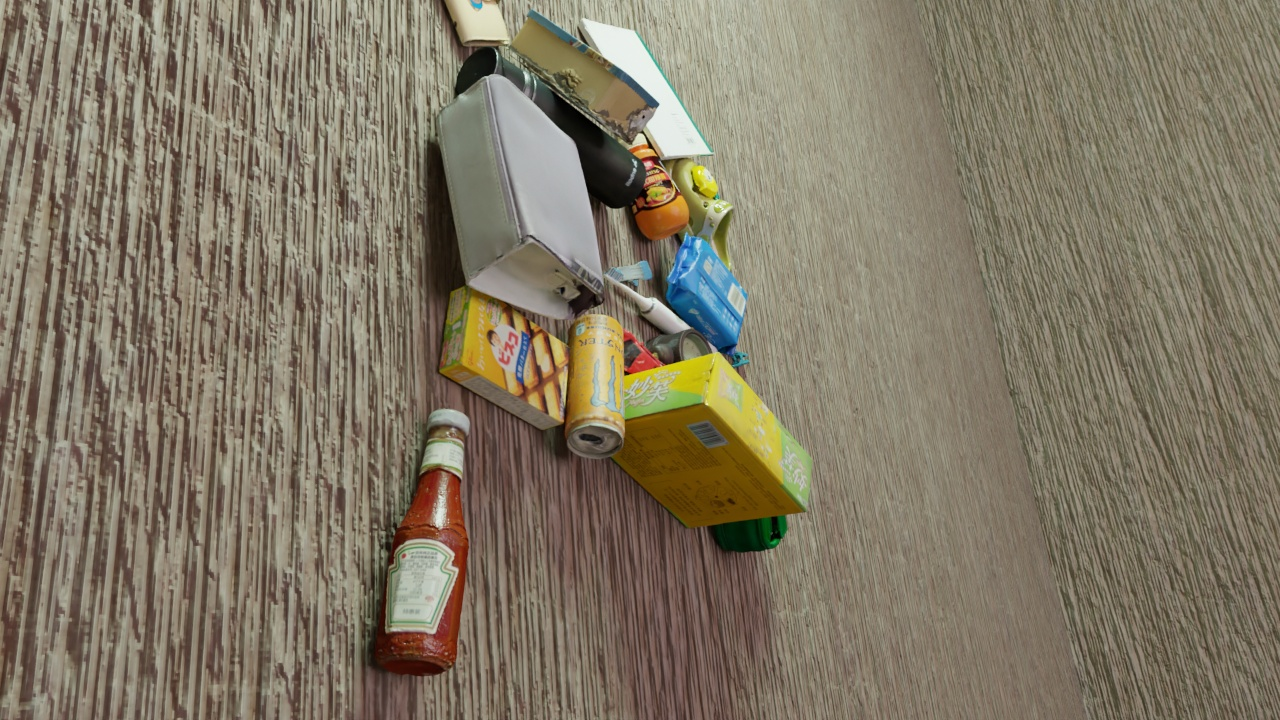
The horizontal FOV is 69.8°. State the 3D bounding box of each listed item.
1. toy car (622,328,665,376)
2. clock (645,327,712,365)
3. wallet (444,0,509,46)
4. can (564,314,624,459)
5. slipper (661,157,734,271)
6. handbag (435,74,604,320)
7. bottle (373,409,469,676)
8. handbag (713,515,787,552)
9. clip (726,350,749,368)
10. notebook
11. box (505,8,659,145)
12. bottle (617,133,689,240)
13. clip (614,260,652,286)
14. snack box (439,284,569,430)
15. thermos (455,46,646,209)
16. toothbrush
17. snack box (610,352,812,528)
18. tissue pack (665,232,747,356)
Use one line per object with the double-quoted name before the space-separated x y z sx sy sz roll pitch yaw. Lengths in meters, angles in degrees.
"toy car" -0.006 0.006 1.002 0.106 0.031 0.049 43 67 -10
"clock" 0.042 0.010 1.080 0.121 0.055 0.082 -38 107 -55
"wallet" -0.181 -0.390 0.972 0.087 0.024 0.115 -31 100 -59
"can" -0.045 0.023 0.916 0.058 0.058 0.145 42 33 -39
"slipper" 0.092 -0.194 1.241 0.091 0.082 0.190 -41 112 -59
"handbag" -0.110 -0.146 0.863 0.144 0.099 0.196 23 45 -50
"bottle" -0.159 0.133 0.704 0.059 0.060 0.205 38 41 -42
"handbag" 0.138 0.165 1.123 0.120 0.068 0.131 -7 91 -62
"clip" 0.134 -0.001 1.270 0.055 0.014 0.039 2 74 -55
"notebook" 0.012 -0.358 1.217 0.209 0.012 0.150 59 31 5
"box" -0.067 -0.309 0.991 0.184 0.060 0.089 43 10 26
"bottle" 0.007 -0.227 1.147 0.066 0.067 0.149 -18 82 -58
"clip" -0.014 -0.102 1.088 0.058 0.045 0.027 -10 84 -53
"snack box" -0.123 -0.001 0.853 0.140 0.034 0.086 35 47 -42
"thermos" -0.096 -0.237 0.996 0.242 0.068 0.090 26 86 -47
"toothbrush" 0.026 -0.053 1.115 0.221 0.026 0.027 36 6 -43
"snack box" 0.065 0.092 0.975 0.210 0.158 0.069 46 44 -35
"tissue pack" 0.084 -0.084 1.191 0.157 0.052 0.094 47 47 -35
